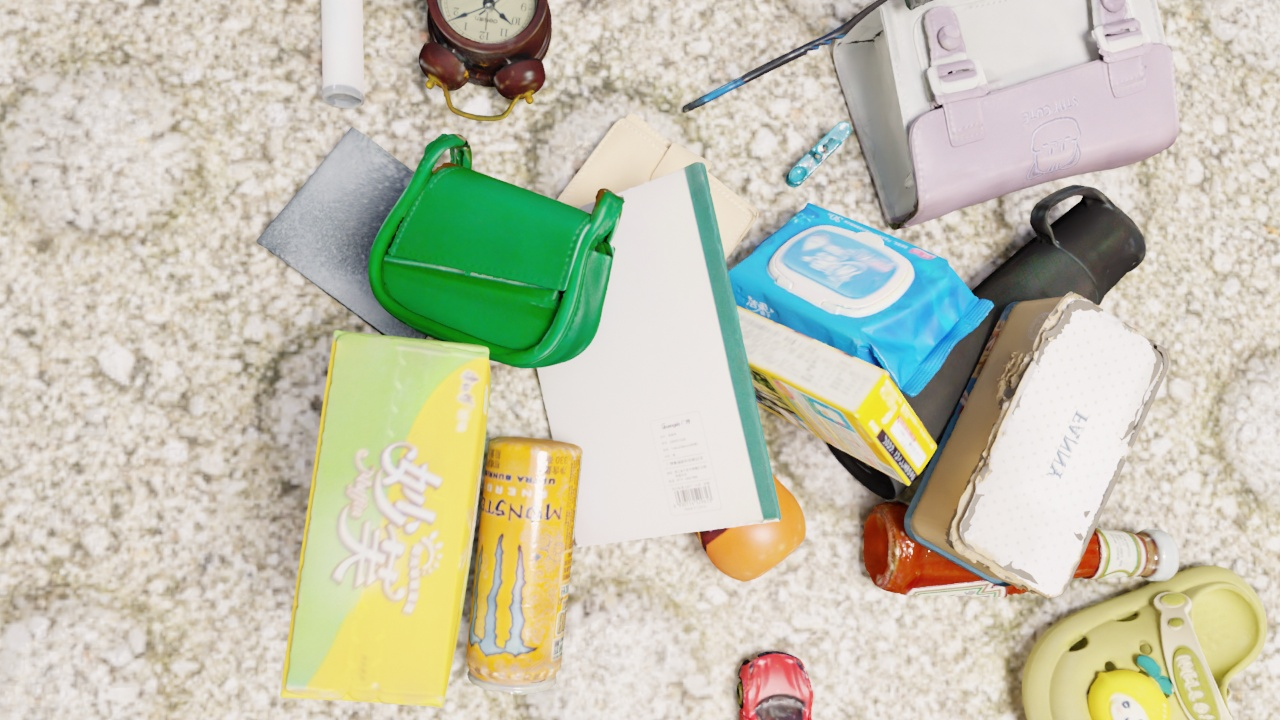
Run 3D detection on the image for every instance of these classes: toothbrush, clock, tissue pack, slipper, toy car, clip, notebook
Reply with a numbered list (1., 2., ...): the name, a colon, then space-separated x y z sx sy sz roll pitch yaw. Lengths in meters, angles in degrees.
1. toothbrush: 0.107 -0.197 0.583 0.190 0.014 0.016 -20 102 30
2. clock: -0.099 -0.212 0.590 0.082 0.055 0.122 7 86 -7
3. tissue pack: 0.129 -0.041 0.571 0.094 0.052 0.157 -40 51 -21
4. toothbrush: -0.195 -0.275 0.598 0.026 0.027 0.221 -1 84 -19
5. slipper: 0.343 0.198 0.600 0.190 0.082 0.091 -24 86 -12
6. toy car: 0.087 0.242 0.587 0.049 0.031 0.106 0 83 -9
7. clip: 0.122 -0.141 0.630 0.013 0.039 0.056 44 87 1
8. notebook: -0.003 0.003 0.556 0.151 0.012 0.209 -14 86 34

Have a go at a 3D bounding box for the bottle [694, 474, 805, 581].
1. bottle: 0.040 0.066 0.583 0.066 0.067 0.149 -36 83 -9

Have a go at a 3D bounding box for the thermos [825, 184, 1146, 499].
1. thermos: 0.223 -0.020 0.606 0.242 0.068 0.090 -41 117 -10

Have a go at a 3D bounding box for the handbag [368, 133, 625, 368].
1. handbag: -0.081 -0.060 0.540 0.131 0.068 0.120 22 92 11

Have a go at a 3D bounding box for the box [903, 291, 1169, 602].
1. box: 0.233 0.055 0.546 0.090 0.060 0.184 31 85 -10

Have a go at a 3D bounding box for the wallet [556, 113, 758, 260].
1. wallet: 0.015 -0.104 0.612 0.115 0.024 0.087 36 80 -2

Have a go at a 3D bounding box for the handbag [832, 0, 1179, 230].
1. handbag: 0.248 -0.184 0.618 0.197 0.098 0.145 -16 93 -8

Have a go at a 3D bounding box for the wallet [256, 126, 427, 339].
1. wallet: -0.166 -0.076 0.589 0.121 0.019 0.097 37 83 -4

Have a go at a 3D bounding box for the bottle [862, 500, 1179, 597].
1. bottle: 0.253 0.126 0.606 0.206 0.060 0.059 4 84 -8

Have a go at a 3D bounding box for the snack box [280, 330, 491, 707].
1. snack box: -0.121 0.073 0.483 0.070 0.210 0.157 7 85 -8

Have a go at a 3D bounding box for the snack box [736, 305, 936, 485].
1. snack box: 0.098 0.016 0.543 0.033 0.140 0.087 -54 133 -9

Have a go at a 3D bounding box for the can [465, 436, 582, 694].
1. can: -0.070 0.121 0.557 0.058 0.058 0.146 6 89 -7
